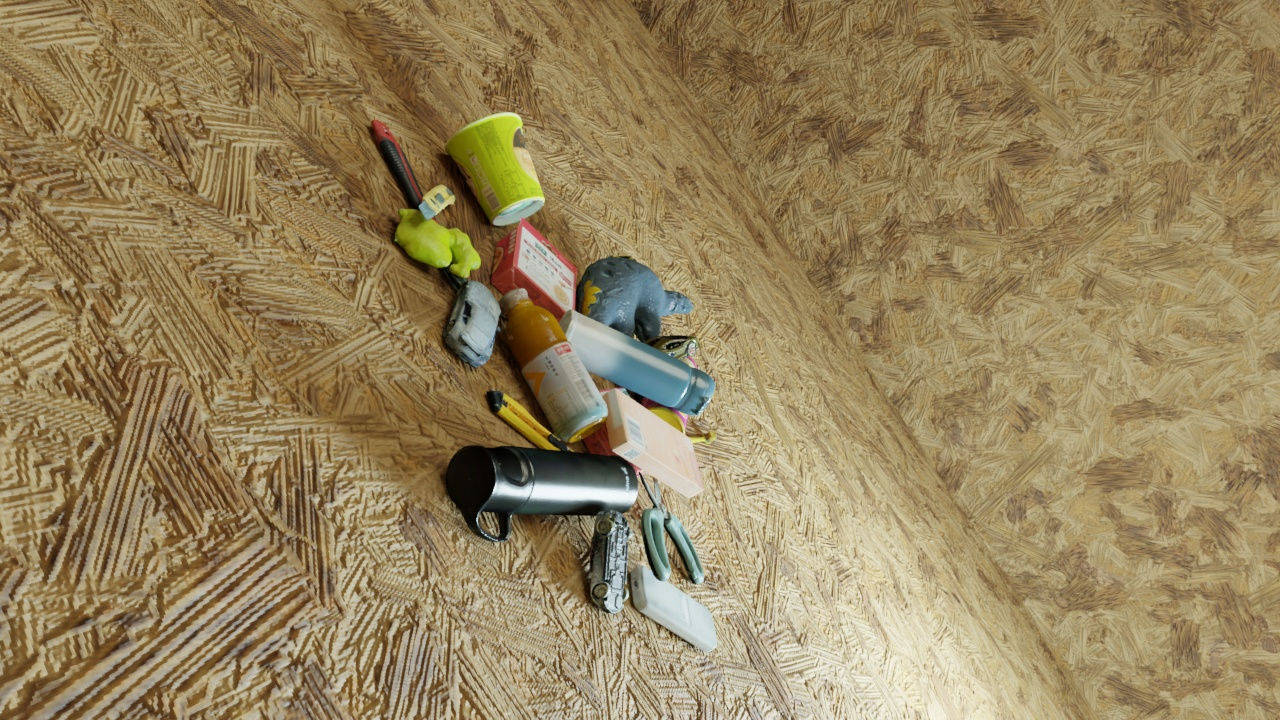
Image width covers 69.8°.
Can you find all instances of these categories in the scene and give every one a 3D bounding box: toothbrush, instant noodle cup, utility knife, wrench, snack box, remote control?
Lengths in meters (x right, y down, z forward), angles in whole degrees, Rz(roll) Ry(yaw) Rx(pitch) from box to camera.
[{"bbox_3d":[0.072,0.116,1.361,0.015,0.017,0.189,61,21,16],"label":"toothbrush"},{"bbox_3d":[-0.189,-0.253,1.243,0.123,0.112,0.111,65,22,4],"label":"instant noodle cup"},{"bbox_3d":[-0.093,0.098,1.032,0.216,0.015,0.033,43,27,-31],"label":"utility knife"},{"bbox_3d":[-0.255,-0.177,1.094,0.273,0.016,0.056,59,17,10],"label":"wrench"},{"bbox_3d":[0.016,0.102,1.118,0.157,0.026,0.084,37,28,-40],"label":"snack box"},{"bbox_3d":[-0.024,0.092,1.150,0.113,0.044,0.127,59,21,9],"label":"snack box"},{"bbox_3d":[-0.244,-0.187,1.092,0.031,0.021,0.204,48,14,-15],"label":"utility knife"},{"bbox_3d":[-0.138,-0.112,1.211,0.113,0.044,0.127,43,25,-28],"label":"snack box"},{"bbox_3d":[0.038,0.280,1.032,0.136,0.020,0.055,41,24,-33],"label":"remote control"}]

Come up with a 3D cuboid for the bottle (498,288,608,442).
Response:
[{"bbox_3d":[-0.107,0.003,1.072,0.189,0.068,0.068,60,21,12],"label":"bottle"}]

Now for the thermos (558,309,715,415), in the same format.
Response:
[{"bbox_3d":[-0.007,0.007,1.173,0.220,0.070,0.070,24,31,-19],"label":"thermos"}]

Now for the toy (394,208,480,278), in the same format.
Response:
[{"bbox_3d":[-0.229,-0.132,1.036,0.100,0.031,0.096,-8,62,-50],"label":"toy"}]

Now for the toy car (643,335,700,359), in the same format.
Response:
[{"bbox_3d":[0.026,-0.009,1.321,0.157,0.070,0.042,-33,117,-49],"label":"toy car"}]

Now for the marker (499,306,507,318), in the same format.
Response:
[{"bbox_3d":[-0.130,-0.040,1.160,0.145,0.017,0.017,31,32,-48],"label":"marker"}]

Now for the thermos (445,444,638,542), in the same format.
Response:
[{"bbox_3d":[-0.094,0.134,0.924,0.242,0.069,0.090,14,77,-58],"label":"thermos"}]

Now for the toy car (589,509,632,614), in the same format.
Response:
[{"bbox_3d":[-0.033,0.207,0.948,0.049,0.031,0.105,34,53,-55],"label":"toy car"}]

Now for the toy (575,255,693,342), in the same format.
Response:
[{"bbox_3d":[-0.022,-0.089,1.354,0.138,0.092,0.355,57,27,7],"label":"toy"}]

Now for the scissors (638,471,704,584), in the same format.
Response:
[{"bbox_3d":[0.037,0.218,1.078,0.170,0.019,0.171,58,14,-28],"label":"scissors"}]

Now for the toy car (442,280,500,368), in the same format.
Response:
[{"bbox_3d":[-0.182,-0.044,1.014,0.054,0.037,0.120,42,29,-30],"label":"toy car"}]

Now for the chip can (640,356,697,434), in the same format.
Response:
[{"bbox_3d":[0.039,0.056,1.303,0.071,0.071,0.210,50,21,-12],"label":"chip can"}]
